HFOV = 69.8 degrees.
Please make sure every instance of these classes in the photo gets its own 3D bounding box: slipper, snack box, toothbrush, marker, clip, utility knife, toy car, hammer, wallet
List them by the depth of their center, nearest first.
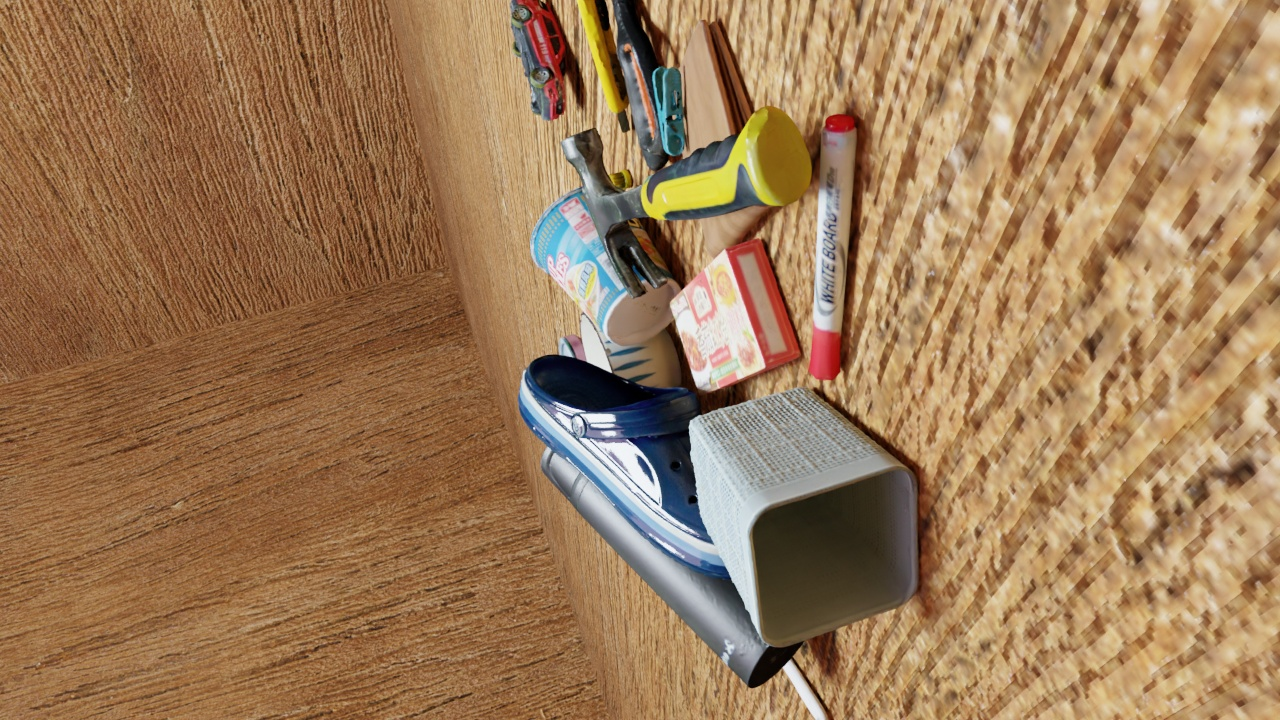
[{"bbox_3d":[0.093,-0.050,0.448,0.017,0.017,0.145,-121,19,-48],"label":"marker"},{"bbox_3d":[0.045,-0.128,0.548,0.101,0.020,0.115,136,119,-76],"label":"wallet"},{"bbox_3d":[0.018,-0.098,0.554,0.126,0.032,0.323,68,166,-11],"label":"hammer"},{"bbox_3d":[0.019,-0.155,0.571,0.034,0.013,0.055,-122,25,-66],"label":"clip"},{"bbox_3d":[0.057,-0.023,0.608,0.153,0.025,0.075,143,109,-76],"label":"snack box"},{"bbox_3d":[-0.026,-0.234,0.659,0.177,0.015,0.033,71,-150,-48],"label":"utility knife"},{"bbox_3d":[0.012,0.056,0.674,0.253,0.104,0.095,34,123,33],"label":"slipper"},{"bbox_3d":[0.105,0.230,0.752,0.180,0.016,0.016,-129,23,-57],"label":"toothbrush"},{"bbox_3d":[-0.091,-0.281,0.849,0.053,0.045,0.120,104,152,-70],"label":"toy car"},{"bbox_3d":[-0.039,-0.157,0.856,0.190,0.016,0.016,-165,60,-75],"label":"toothbrush"}]

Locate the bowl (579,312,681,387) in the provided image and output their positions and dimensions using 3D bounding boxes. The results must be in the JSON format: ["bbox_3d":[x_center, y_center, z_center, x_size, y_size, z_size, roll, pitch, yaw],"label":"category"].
[{"bbox_3d":[-0.005,0.005,0.809,0.116,0.066,0.116,162,91,-78],"label":"bowl"}]

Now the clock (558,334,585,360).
[{"bbox_3d":[-0.043,0.040,1.027,0.117,0.059,0.159,-131,29,-58],"label":"clock"}]

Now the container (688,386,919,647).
[{"bbox_3d":[0.082,0.076,0.501,0.111,0.090,0.090,-124,22,-60],"label":"container"}]

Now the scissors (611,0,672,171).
[{"bbox_3d":[-0.016,-0.242,0.645,0.139,0.021,0.234,87,168,-66],"label":"scissors"}]

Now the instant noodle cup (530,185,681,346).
[{"bbox_3d":[-0.022,-0.073,0.746,0.110,0.099,0.099,55,159,34],"label":"instant noodle cup"}]

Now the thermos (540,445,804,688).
[{"bbox_3d":[0.022,0.144,0.710,0.242,0.068,0.090,39,158,33],"label":"thermos"}]
